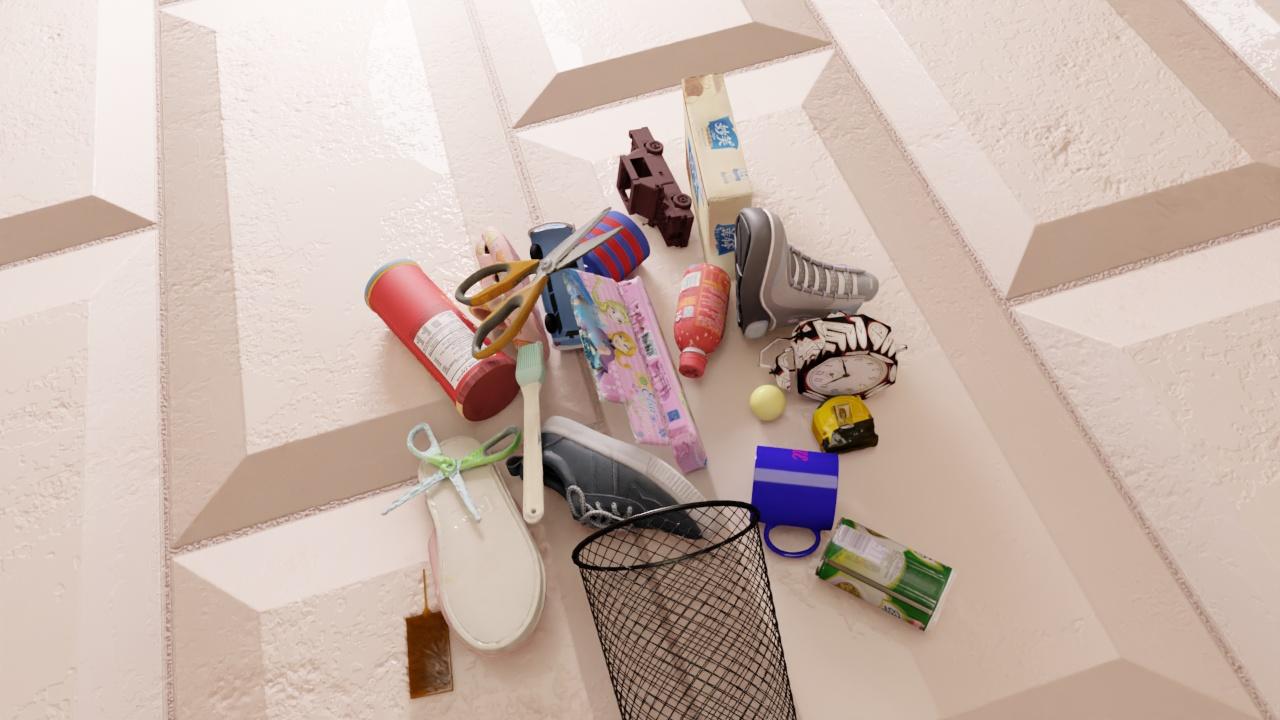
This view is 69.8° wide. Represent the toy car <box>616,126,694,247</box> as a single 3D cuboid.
[{"bbox_3d":[0.012,-0.223,1.188,0.061,0.070,0.169,-13,57,-17],"label":"toy car"}]

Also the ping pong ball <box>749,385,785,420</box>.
[{"bbox_3d":[0.143,0.047,1.028,0.040,0.040,0.040,-2,58,3],"label":"ping pong ball"}]

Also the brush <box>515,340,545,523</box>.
[{"bbox_3d":[-0.116,0.073,0.979,0.033,0.012,0.217,-16,56,15],"label":"brush"}]

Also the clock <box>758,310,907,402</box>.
[{"bbox_3d":[0.204,-0.009,1.009,0.154,0.115,0.065,6,57,-12],"label":"clock"}]

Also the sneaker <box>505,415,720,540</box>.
[{"bbox_3d":[-0.032,0.138,0.961,0.236,0.089,0.087,23,61,26],"label":"sneaker"}]

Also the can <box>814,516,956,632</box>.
[{"bbox_3d":[0.241,0.210,0.903,0.121,0.067,0.067,24,63,19],"label":"can"}]

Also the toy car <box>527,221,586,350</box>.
[{"bbox_3d":[-0.090,-0.090,1.086,0.056,0.153,0.054,-7,15,13],"label":"toy car"}]

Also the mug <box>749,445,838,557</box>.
[{"bbox_3d":[0.157,0.148,0.950,0.083,0.079,0.111,6,87,8],"label":"mug"}]

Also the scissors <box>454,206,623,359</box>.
[{"bbox_3d":[-0.115,-0.085,1.011,0.226,0.016,0.175,-22,50,20],"label":"scissors"}]

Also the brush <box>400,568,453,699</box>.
[{"bbox_3d":[-0.218,0.275,0.933,0.048,0.017,0.126,-11,58,-2],"label":"brush"}]

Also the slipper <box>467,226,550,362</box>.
[{"bbox_3d":[-0.170,-0.073,1.105,0.081,0.093,0.197,-24,60,1],"label":"slipper"}]

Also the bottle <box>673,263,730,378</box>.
[{"bbox_3d":[0.069,-0.044,1.079,0.062,0.062,0.137,7,59,9],"label":"bottle"}]

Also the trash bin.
[{"bbox_3d":[0.048,0.260,0.833,0.184,0.184,0.210,-13,64,-3],"label":"trash bin"}]

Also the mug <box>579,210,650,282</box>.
[{"bbox_3d":[-0.052,-0.138,1.149,0.076,0.075,0.112,-44,38,-20],"label":"mug"}]

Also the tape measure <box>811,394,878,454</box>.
[{"bbox_3d":[0.222,0.068,1.010,0.065,0.037,0.064,-10,58,-1],"label":"tape measure"}]

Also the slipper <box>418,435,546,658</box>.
[{"bbox_3d":[-0.167,0.190,0.958,0.114,0.054,0.274,-23,47,-5],"label":"slipper"}]

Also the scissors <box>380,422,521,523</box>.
[{"bbox_3d":[-0.206,0.117,0.991,0.171,0.021,0.173,-30,50,-13],"label":"scissors"}]

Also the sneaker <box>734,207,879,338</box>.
[{"bbox_3d":[0.181,-0.093,0.989,0.160,0.257,0.093,-1,76,5],"label":"sneaker"}]

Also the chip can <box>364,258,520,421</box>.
[{"bbox_3d":[-0.235,-0.027,1.082,0.087,0.087,0.213,-38,62,-17],"label":"chip can"}]

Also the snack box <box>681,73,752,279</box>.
[{"bbox_3d":[0.093,-0.226,1.135,0.055,0.153,0.207,-8,58,0],"label":"snack box"}]

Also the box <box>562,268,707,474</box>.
[{"bbox_3d":[0.003,0.000,1.007,0.062,0.160,0.230,-32,56,21],"label":"box"}]
